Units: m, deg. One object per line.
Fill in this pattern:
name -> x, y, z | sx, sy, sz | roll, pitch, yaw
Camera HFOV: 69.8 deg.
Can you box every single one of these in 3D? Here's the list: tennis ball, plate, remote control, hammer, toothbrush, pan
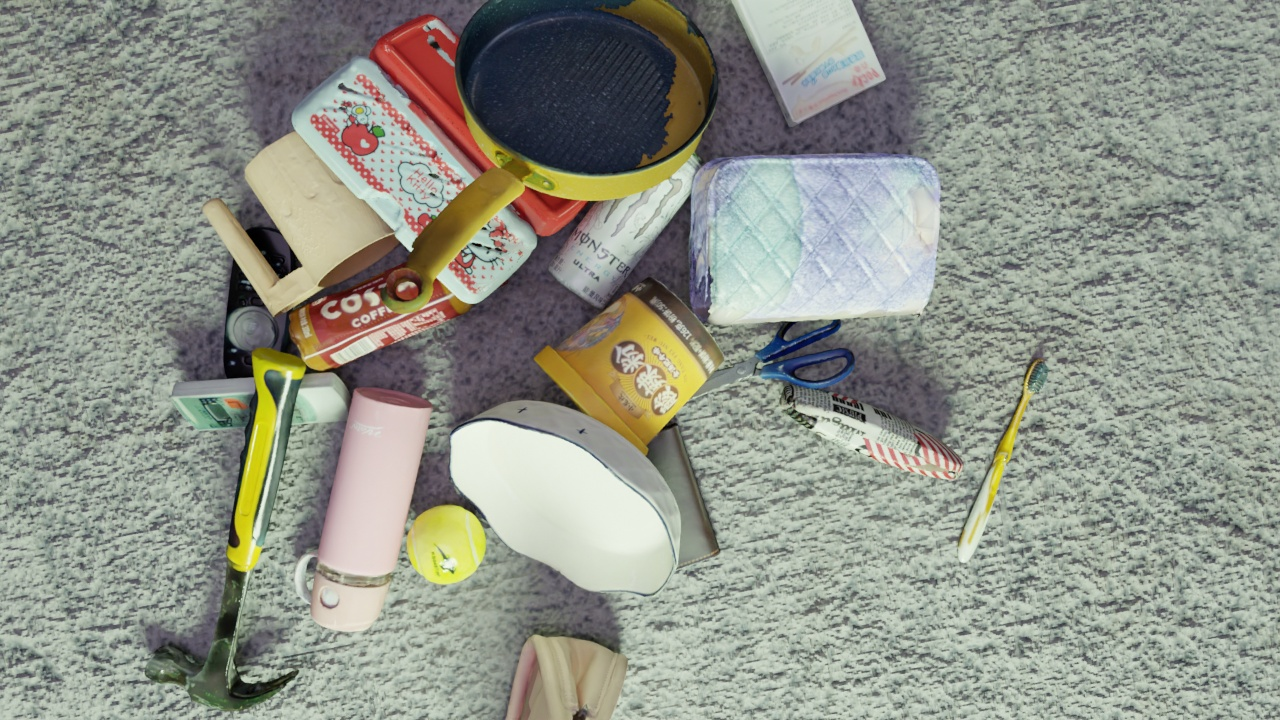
tennis ball -> -0.163, 0.154, 0.771 | 0.065, 0.065, 0.065 | 0, 96, -1
plate -> -0.057, 0.107, 0.722 | 0.205, 0.205, 0.045 | 39, 54, -5
remote control -> -0.311, 0.035, 0.761 | 0.135, 0.056, 0.019 | -3, 56, -1
hammer -> -0.319, 0.147, 0.750 | 0.126, 0.031, 0.324 | 19, 105, 6
toothbrush -> 0.316, 0.089, 0.799 | 0.016, 0.018, 0.191 | 19, 96, -2
pan -> -0.073, -0.156, 0.650 | 0.198, 0.078, 0.356 | 26, 64, 6
remote control -> -0.317, -0.043, 0.767 | 0.053, 0.024, 0.136 | 9, 96, -5

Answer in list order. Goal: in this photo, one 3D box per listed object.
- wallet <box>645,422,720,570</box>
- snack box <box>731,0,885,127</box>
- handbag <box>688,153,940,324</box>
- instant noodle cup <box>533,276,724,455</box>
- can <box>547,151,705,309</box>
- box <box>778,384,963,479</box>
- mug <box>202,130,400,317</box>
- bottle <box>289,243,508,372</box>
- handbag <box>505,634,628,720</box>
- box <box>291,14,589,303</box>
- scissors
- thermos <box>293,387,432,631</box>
wallet -> 0.006, 0.126, 0.797 | 0.096, 0.020, 0.122 | -19, 94, 1
snack box -> 0.129, -0.281, 0.750 | 0.085, 0.027, 0.157 | -26, 96, 1
handbag -> 0.137, -0.098, 0.735 | 0.193, 0.075, 0.134 | -2, 103, -10
instant noodle cup -> -0.004, 0.004, 0.738 | 0.114, 0.118, 0.118 | -42, 96, -5
can -> -0.011, -0.115, 0.749 | 0.058, 0.058, 0.147 | 37, 94, -5
box -> 0.192, 0.064, 0.772 | 0.164, 0.069, 0.052 | 23, 86, -1
mug -> -0.267, -0.111, 0.729 | 0.124, 0.084, 0.103 | -34, 94, -6
bottle -> -0.196, -0.048, 0.753 | 0.175, 0.057, 0.057 | -22, 96, 1
handbag -> -0.069, 0.341, 0.709 | 0.093, 0.234, 0.193 | 13, 96, -5
box -> -0.147, -0.162, 0.716 | 0.201, 0.058, 0.160 | 46, 66, -5
scissors -> 0.094, -0.002, 0.778 | 0.173, 0.012, 0.132 | 7, 59, 26
thermos -> -0.236, 0.122, 0.770 | 0.087, 0.067, 0.199 | 18, 97, 19
